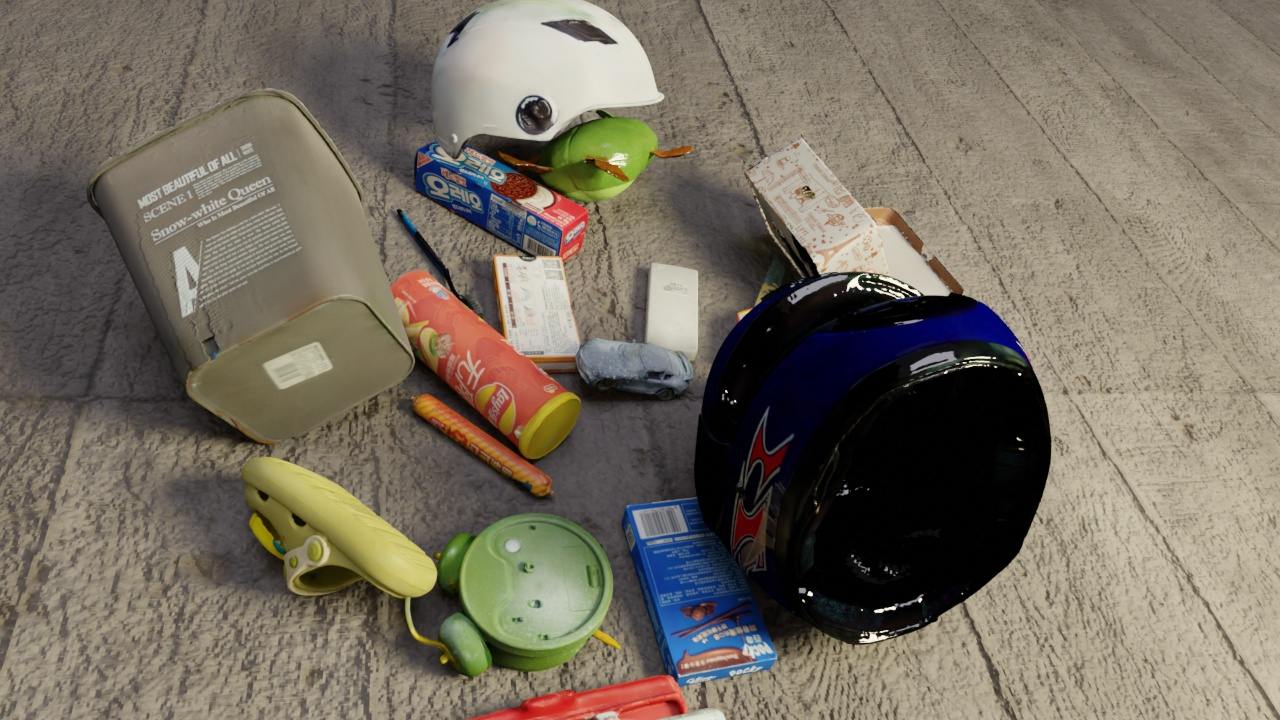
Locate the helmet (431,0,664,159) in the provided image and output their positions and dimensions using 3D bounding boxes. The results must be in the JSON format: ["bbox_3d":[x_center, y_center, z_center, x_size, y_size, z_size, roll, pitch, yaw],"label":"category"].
[{"bbox_3d":[-0.114,-0.329,1.017,0.259,0.146,0.228,-7,22,19],"label":"helmet"}]

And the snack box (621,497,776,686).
[{"bbox_3d":[0.045,0.186,0.757,0.084,0.026,0.157,-4,48,-18],"label":"snack box"}]

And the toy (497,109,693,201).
[{"bbox_3d":[-0.048,-0.237,1.069,0.227,0.090,0.246,4,22,21],"label":"toy"}]

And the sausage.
[{"bbox_3d":[-0.143,0.075,0.821,0.165,0.022,0.021,31,47,17],"label":"sausage"}]

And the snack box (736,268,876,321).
[{"bbox_3d":[0.179,-0.043,0.943,0.153,0.025,0.075,-18,37,8],"label":"snack box"}]

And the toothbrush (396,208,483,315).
[{"bbox_3d":[-0.218,-0.108,0.984,0.016,0.014,0.189,-20,54,-31],"label":"toothbrush"}]

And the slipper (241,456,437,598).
[{"bbox_3d":[-0.239,0.138,0.687,0.191,0.091,0.081,25,75,28],"label":"slipper"}]

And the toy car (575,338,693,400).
[{"bbox_3d":[-0.005,0.005,0.900,0.120,0.037,0.054,7,45,-28],"label":"toy car"}]

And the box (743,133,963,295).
[{"bbox_3d":[0.244,-0.136,1.073,0.272,0.131,0.179,16,36,-42],"label":"box"}]

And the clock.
[{"bbox_3d":[-0.099,0.182,0.705,0.161,0.056,0.116,-1,46,-15],"label":"clock"}]

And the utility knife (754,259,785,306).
[{"bbox_3d":[0.136,-0.053,1.023,0.031,0.020,0.194,22,41,3],"label":"utility knife"}]

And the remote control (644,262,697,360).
[{"bbox_3d":[0.034,-0.053,0.990,0.056,0.019,0.134,9,45,-6],"label":"remote control"}]

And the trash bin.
[{"bbox_3d":[-0.318,-0.071,0.784,0.199,0.199,0.219,-29,63,-5],"label":"trash bin"}]

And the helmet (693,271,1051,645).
[{"bbox_3d":[0.162,0.049,0.717,0.247,0.316,0.240,-13,41,-10],"label":"helmet"}]

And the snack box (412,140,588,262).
[{"bbox_3d":[-0.161,-0.183,1.039,0.207,0.057,0.058,30,44,15],"label":"snack box"}]

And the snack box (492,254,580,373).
[{"bbox_3d":[-0.109,-0.051,0.947,0.075,0.026,0.153,-1,48,-16],"label":"snack box"}]

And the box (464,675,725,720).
[{"bbox_3d":[-0.048,0.259,0.612,0.201,0.102,0.095,-6,50,-20],"label":"box"}]

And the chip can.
[{"bbox_3d":[-0.153,0.000,0.856,0.216,0.073,0.073,38,50,23],"label":"chip can"}]
